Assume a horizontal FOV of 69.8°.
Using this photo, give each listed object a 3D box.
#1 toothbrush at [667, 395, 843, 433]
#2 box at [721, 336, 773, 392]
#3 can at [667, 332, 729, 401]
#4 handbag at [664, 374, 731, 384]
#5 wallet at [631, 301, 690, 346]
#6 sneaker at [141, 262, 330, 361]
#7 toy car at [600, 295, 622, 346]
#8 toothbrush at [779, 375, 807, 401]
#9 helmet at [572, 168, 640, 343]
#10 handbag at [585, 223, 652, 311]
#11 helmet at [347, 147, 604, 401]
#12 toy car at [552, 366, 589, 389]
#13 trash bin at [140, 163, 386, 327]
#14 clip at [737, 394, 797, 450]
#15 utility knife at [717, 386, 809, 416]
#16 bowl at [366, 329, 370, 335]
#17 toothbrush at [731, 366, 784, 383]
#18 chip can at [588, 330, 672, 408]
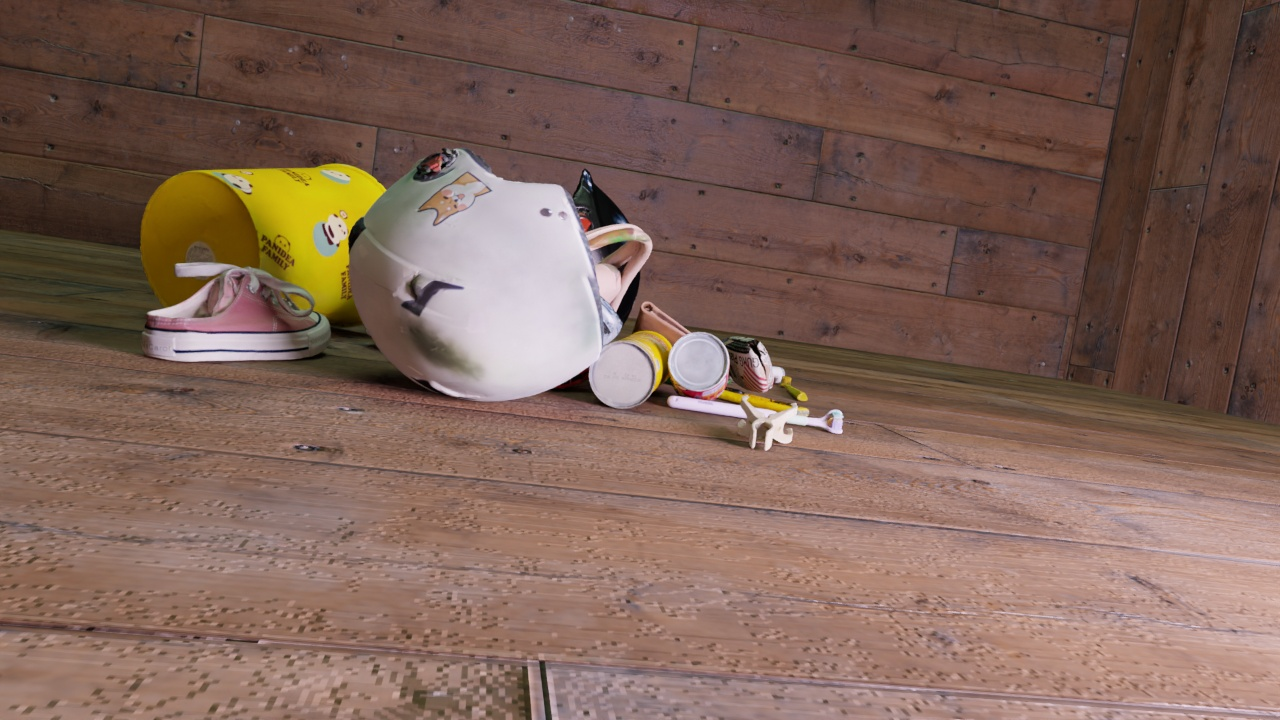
[{"bbox_3d":[0.122,0.056,0.985,0.189,0.029,0.021,7,-35,1],"label":"toothbrush"},{"bbox_3d":[0.136,0.002,1.155,0.052,0.069,0.164,-6,7,-10],"label":"box"},{"bbox_3d":[0.065,0.011,1.017,0.066,0.066,0.094,9,-11,7],"label":"can"},{"bbox_3d":[0.057,0.001,1.269,0.131,0.068,0.120,10,-2,33],"label":"handbag"},{"bbox_3d":[0.040,-0.015,1.146,0.115,0.020,0.101,34,-27,6],"label":"wallet"},{"bbox_3d":[-0.389,-0.049,0.911,0.118,0.088,0.240,10,6,15],"label":"sneaker"},{"bbox_3d":[-0.068,-0.025,0.915,0.121,0.054,0.036,-33,12,45],"label":"toy car"},{"bbox_3d":[0.222,0.040,1.336,0.016,0.016,0.190,9,5,1],"label":"toothbrush"},{"bbox_3d":[-0.109,-0.129,1.306,0.230,0.274,0.234,36,-10,-6],"label":"helmet"},{"bbox_3d":[-0.084,-0.080,1.013,0.192,0.093,0.235,-10,-23,-49],"label":"handbag"},{"bbox_3d":[-0.171,-0.059,0.831,0.274,0.230,0.156,22,42,29],"label":"helmet"},{"bbox_3d":[-0.094,0.007,1.004,0.120,0.045,0.053,-13,19,-40],"label":"toy car"},{"bbox_3d":[-0.469,-0.145,1.181,0.230,0.230,0.254,10,11,19],"label":"trash bin"},{"bbox_3d":[0.105,0.058,0.850,0.095,0.035,0.101,17,17,35],"label":"clip"},{"bbox_3d":[0.137,0.047,1.113,0.156,0.015,0.033,13,10,42],"label":"utility knife"},{"bbox_3d":[-0.279,-0.049,1.158,0.065,0.118,0.118,48,8,1],"label":"bowl"},{"bbox_3d":[0.132,0.016,1.407,0.220,0.027,0.026,5,28,-33],"label":"toothbrush"},{"bbox_3d":[-0.006,0.006,1.020,0.072,0.072,0.213,9,5,7],"label":"chip can"}]
